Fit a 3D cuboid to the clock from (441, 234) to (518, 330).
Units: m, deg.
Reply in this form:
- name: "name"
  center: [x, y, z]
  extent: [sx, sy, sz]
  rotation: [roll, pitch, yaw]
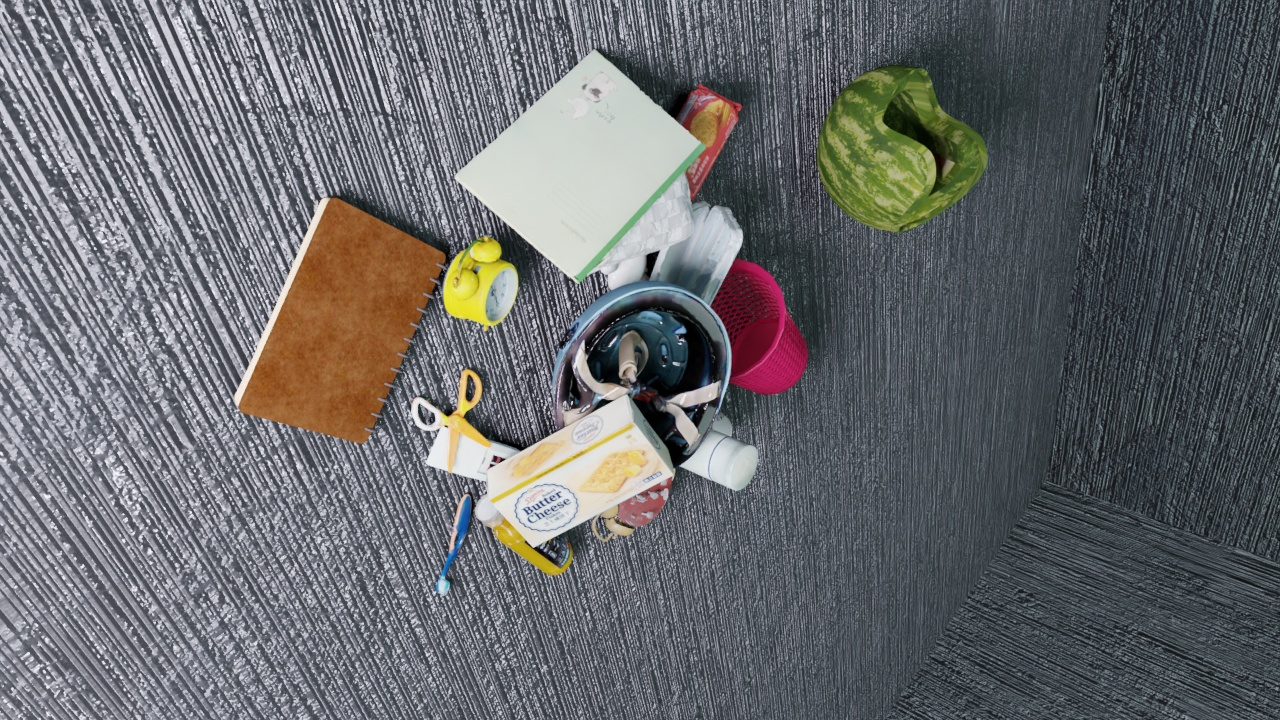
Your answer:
- name: "clock"
  center: [-0.182, -0.089, 1.025]
  extent: [0.083, 0.057, 0.119]
  rotation: [-60, 159, -24]

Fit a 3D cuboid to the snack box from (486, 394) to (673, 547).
- name: "snack box"
  center: [-0.076, 0.138, 1.130]
  extent: [0.208, 0.057, 0.104]
  rotation: [-29, 124, 9]

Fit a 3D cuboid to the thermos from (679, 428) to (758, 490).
- name: "thermos"
  center: [0.054, 0.112, 1.285]
  extent: [0.067, 0.230, 0.068]
  rotation: [-26, 126, -42]

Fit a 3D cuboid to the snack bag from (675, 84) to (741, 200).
- name: "snack bag"
  center: [0.066, -0.288, 1.244]
  extent: [0.176, 0.082, 0.082]
  rotation: [-61, 142, -10]

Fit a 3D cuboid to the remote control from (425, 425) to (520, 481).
- name: "remote control"
  center: [-0.199, 0.123, 1.146]
  extent: [0.143, 0.024, 0.049]
  rotation: [27, 85, -52]

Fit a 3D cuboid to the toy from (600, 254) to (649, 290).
- name: "toy"
  center: [-0.020, -0.126, 1.242]
  extent: [0.075, 0.037, 0.125]
  rotation: [-65, 149, -13]

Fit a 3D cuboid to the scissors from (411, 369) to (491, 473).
- name: "scissors"
  center: [-0.224, 0.071, 1.088]
  extent: [0.128, 0.011, 0.125]
  rotation: [8, 88, -44]

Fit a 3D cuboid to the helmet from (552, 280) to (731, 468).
- name: "helmet"
  center: [-0.007, 0.007, 1.193]
  extent: [0.225, 0.166, 0.266]
  rotation: [17, 114, -20]

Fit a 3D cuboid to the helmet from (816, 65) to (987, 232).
- name: "helmet"
  center: [0.404, -0.342, 1.500]
  extent: [0.212, 0.247, 0.244]
  rotation: [-22, 165, -37]

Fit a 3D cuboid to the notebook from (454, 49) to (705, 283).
- name: "notebook"
  center: [-0.062, -0.229, 1.057]
  extent: [0.251, 0.182, 0.010]
  rotation: [-49, -179, -24]

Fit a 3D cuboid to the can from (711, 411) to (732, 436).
- name: "can"
  center: [0.098, 0.108, 1.475]
  extent: [0.127, 0.064, 0.064]
  rotation: [16, 93, -53]

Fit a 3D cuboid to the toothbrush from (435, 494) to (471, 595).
- name: "toothbrush"
  center: [-0.235, 0.234, 1.161]
  extent: [0.021, 0.017, 0.135]
  rotation: [9, 99, -54]

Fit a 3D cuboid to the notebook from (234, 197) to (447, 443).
- name: "notebook"
  center: [-0.301, -0.035, 0.947]
  extent: [0.167, 0.024, 0.225]
  rotation: [26, 86, -52]

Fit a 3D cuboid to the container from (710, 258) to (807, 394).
- name: "container"
  center: [0.168, -0.033, 1.422]
  extent: [0.225, 0.183, 0.183]
  rotation: [30, 83, -60]

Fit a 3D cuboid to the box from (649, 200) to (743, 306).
- name: "box"
  center: [0.043, -0.122, 1.268]
  extent: [0.109, 0.107, 0.217]
  rotation: [13, 122, -20]

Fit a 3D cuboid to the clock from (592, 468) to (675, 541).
- name: "clock"
  center: [-0.015, 0.200, 1.365]
  extent: [0.158, 0.081, 0.117]
  rotation: [-51, 139, -22]

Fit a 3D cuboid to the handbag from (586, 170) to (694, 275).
- name: "handbag"
  center: [-0.025, -0.180, 1.128]
  extent: [0.171, 0.123, 0.112]
  rotation: [-19, 109, -17]

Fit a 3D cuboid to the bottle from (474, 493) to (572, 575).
- name: "bottle"
  center: [-0.155, 0.232, 1.228]
  extent: [0.053, 0.053, 0.186]
  rotation: [-57, 141, -16]
